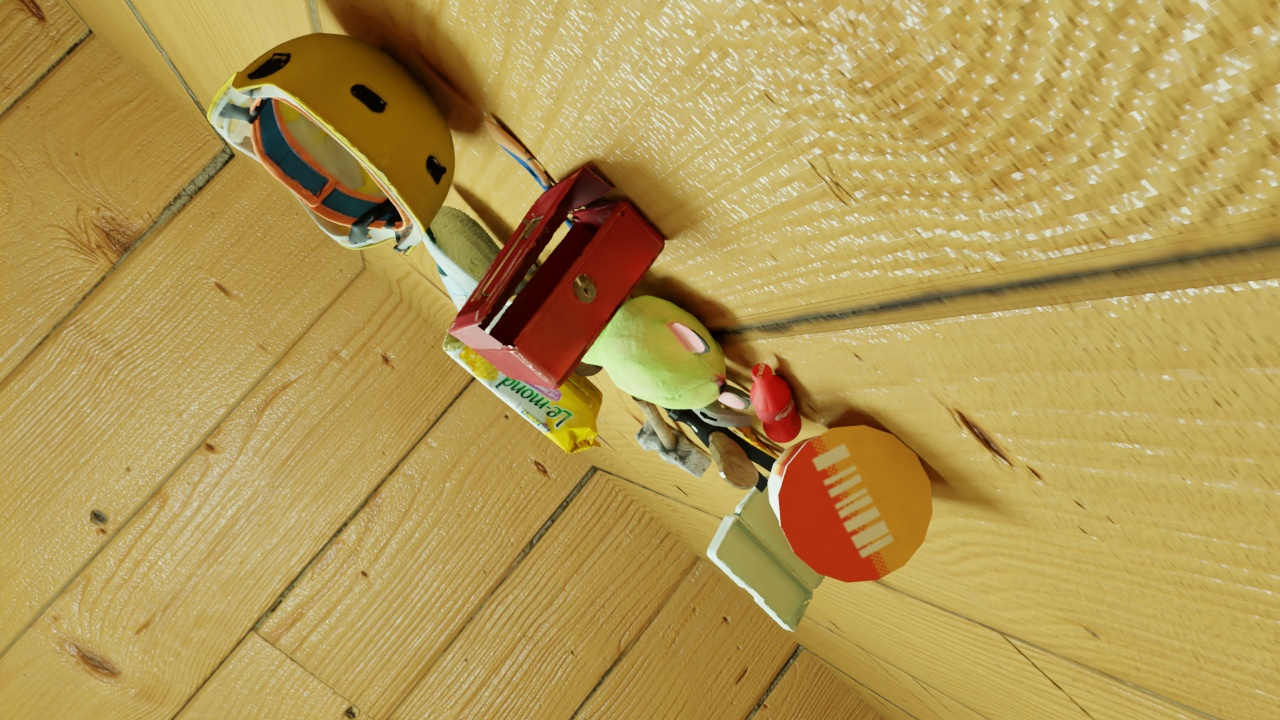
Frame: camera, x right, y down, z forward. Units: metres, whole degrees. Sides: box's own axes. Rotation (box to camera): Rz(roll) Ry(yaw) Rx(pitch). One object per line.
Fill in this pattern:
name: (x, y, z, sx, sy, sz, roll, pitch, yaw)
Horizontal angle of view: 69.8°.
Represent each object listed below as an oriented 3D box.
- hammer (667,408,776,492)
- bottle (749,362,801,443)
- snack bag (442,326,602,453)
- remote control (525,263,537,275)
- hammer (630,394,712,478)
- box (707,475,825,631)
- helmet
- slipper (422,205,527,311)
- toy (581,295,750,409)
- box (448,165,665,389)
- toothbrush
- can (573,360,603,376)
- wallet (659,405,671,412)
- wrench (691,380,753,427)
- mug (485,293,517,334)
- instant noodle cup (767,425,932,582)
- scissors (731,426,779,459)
hammer: (0.089, 0.093, 0.914, 0.132, 0.040, 0.305, 35, -179, 0)
bottle: (0.119, 0.036, 0.824, 0.036, 0.036, 0.119, 33, 167, 31)
snack bag: (-0.145, 0.020, 1.237, 0.247, 0.068, 0.159, 40, -171, -7)
remote control: (-0.163, -0.127, 1.186, 0.045, 0.008, 0.147, 43, 168, -13)
hammer: (0.013, 0.068, 1.287, 0.121, 0.048, 0.319, 30, 164, 31)
box: (0.182, 0.261, 1.235, 0.197, 0.134, 0.041, 46, 157, -29)
helmet: (-0.250, -0.210, 0.831, 0.240, 0.139, 0.209, 8, 149, 46)
slipper: (-0.191, -0.084, 1.134, 0.245, 0.074, 0.103, 49, -157, -36)
toy: (-0.002, -0.017, 0.862, 0.197, 0.107, 0.150, 44, 175, 40)
box: (-0.072, -0.063, 0.745, 0.092, 0.157, 0.129, 38, 167, -23)
toothbrush: (-0.089, -0.160, 0.803, 0.135, 0.017, 0.021, 49, 162, -28)
can: (-0.081, -0.025, 1.194, 0.054, 0.054, 0.136, 37, 168, 17)
wallet: (0.029, 0.031, 1.121, 0.089, 0.026, 0.115, 35, 167, 17)
wrench: (-0.006, 0.006, 0.949, 0.273, 0.083, 0.018, 21, 119, 19)
mug: (-0.109, -0.047, 1.061, 0.091, 0.089, 0.122, 52, 132, 8)
instant noodle cup: (0.168, 0.116, 0.790, 0.123, 0.123, 0.121, 40, 177, -1)
scissors: (0.136, 0.101, 1.083, 0.125, 0.011, 0.128, 42, 170, -4)
